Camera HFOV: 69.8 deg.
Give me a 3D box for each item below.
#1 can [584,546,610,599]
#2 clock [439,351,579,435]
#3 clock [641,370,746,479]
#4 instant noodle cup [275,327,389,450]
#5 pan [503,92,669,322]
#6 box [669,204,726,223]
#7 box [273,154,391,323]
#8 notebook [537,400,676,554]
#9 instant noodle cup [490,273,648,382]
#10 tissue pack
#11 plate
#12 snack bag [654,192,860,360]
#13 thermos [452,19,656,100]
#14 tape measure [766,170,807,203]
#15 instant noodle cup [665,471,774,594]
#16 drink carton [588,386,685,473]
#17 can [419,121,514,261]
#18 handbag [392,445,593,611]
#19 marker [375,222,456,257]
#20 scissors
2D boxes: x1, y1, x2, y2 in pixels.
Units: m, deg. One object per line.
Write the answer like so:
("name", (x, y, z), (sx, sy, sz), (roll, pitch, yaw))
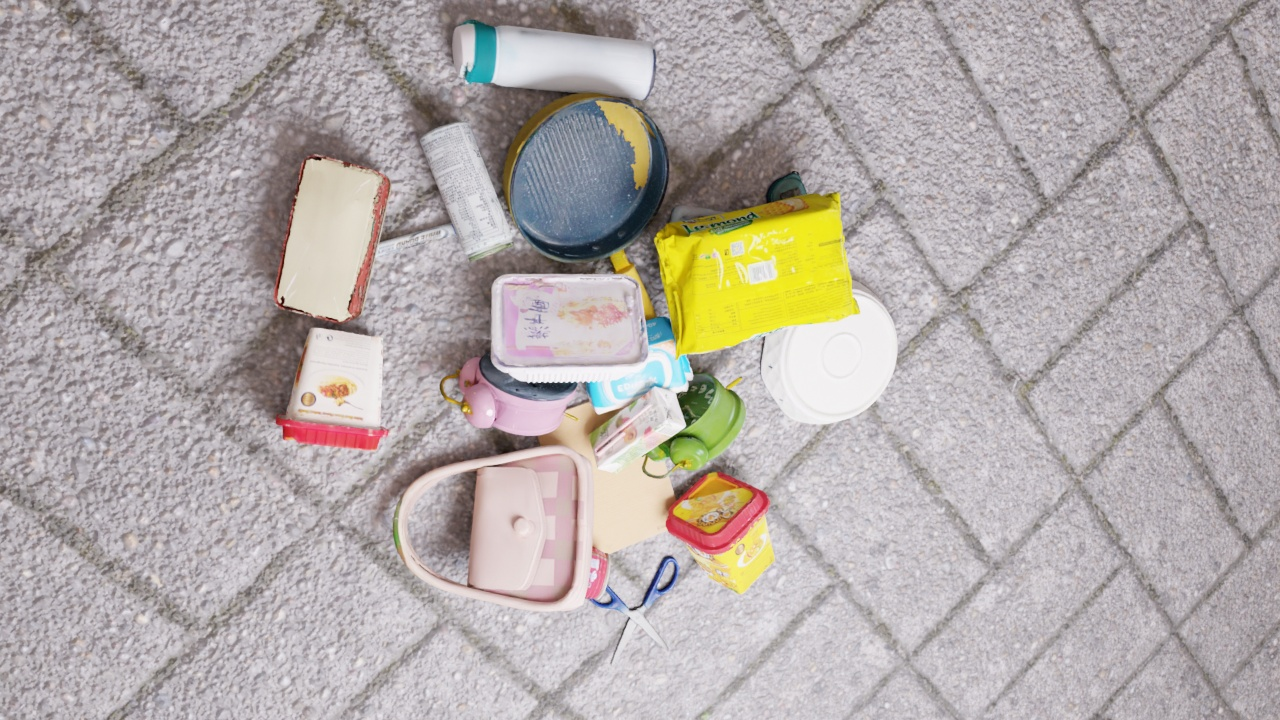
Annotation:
("can", (-0.091, 0.264, 1.162), (0.093, 0.066, 0.066), (16, 96, -14))
("clock", (-0.154, 0.036, 1.071), (0.158, 0.117, 0.060), (6, 119, -20))
("clock", (0.060, 0.084, 1.147), (0.056, 0.116, 0.161), (47, 68, -28))
("instant noodle cup", (-0.335, 0.030, 1.013), (0.116, 0.116, 0.124), (8, 86, -21))
("pan", (-0.033, -0.143, 1.091), (0.197, 0.078, 0.358), (-29, 131, -9))
("box", (0.133, -0.146, 1.165), (0.201, 0.095, 0.098), (8, 64, -21))
("box", (-0.328, -0.129, 0.982), (0.091, 0.077, 0.168), (14, 97, -6))
("notebook", (-0.039, 0.149, 1.192), (0.149, 0.012, 0.211), (-20, 108, -13))
("instant noodle cup", (-0.083, -0.030, 1.049), (0.173, 0.137, 0.060), (-2, 145, -7))
("tissue pack", (-0.007, 0.007, 1.124), (0.140, 0.063, 0.090), (-15, 125, -6))
("plate", (0.263, -0.009, 1.247), (0.204, 0.045, 0.205), (-4, 104, -19))
("snack bag", (0.139, -0.101, 1.073), (0.246, 0.068, 0.158), (-15, 105, -16))
("thermos", (-0.098, -0.340, 1.035), (0.224, 0.073, 0.073), (0, 102, -19))
("tape measure", (0.192, -0.210, 1.188), (0.054, 0.025, 0.058), (-28, 109, -13))
("instant noodle cup", (0.113, 0.231, 1.209), (0.115, 0.116, 0.124), (-39, 124, -25))
("drink carton", (-0.007, 0.086, 1.118), (0.123, 0.053, 0.045), (-36, 144, 29))
("can", (-0.193, -0.188, 1.024), (0.058, 0.058, 0.147), (-23, 98, -14))
("handbag", (-0.173, 0.197, 1.088), (0.234, 0.093, 0.193), (3, 72, -3))
("marker", (-0.251, -0.140, 1.049), (0.145, 0.017, 0.017), (-18, 107, -15))
("scissors", (-0.009, 0.336, 1.243), (0.162, 0.012, 0.174), (28, 93, -24))
